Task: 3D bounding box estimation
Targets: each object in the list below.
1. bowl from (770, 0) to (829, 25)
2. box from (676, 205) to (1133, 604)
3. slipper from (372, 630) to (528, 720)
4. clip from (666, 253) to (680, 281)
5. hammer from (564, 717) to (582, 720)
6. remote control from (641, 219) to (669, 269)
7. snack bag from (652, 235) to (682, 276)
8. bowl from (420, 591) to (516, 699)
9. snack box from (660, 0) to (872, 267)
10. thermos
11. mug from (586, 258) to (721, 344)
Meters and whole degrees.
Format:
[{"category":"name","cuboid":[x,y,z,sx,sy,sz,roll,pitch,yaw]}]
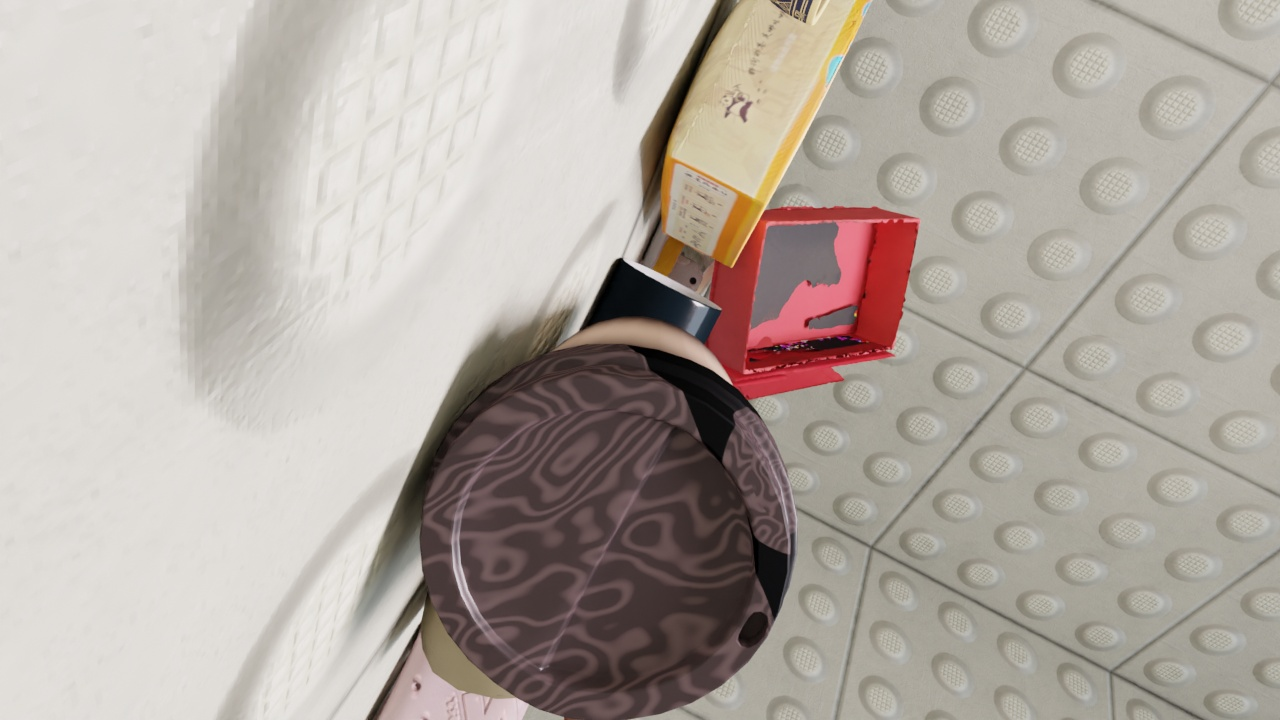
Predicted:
[{"category":"bowl","cuboid":[0.080,-0.224,0.430,0.112,0.061,0.112,-62,177,-7]},{"category":"box","cuboid":[0.208,-0.002,0.740,0.216,0.351,0.198,-7,116,-37]},{"category":"slipper","cuboid":[-0.116,0.215,0.649,0.238,0.094,0.065,-64,-179,-31]},{"category":"clip","cuboid":[0.029,-0.088,0.892,0.102,0.056,0.056,-62,-151,-2]},{"category":"hammer","cuboid":[-0.045,0.201,0.774,0.158,0.037,0.300,91,-2,-61]},{"category":"remote control","cuboid":[0.031,-0.137,0.799,0.131,0.012,0.033,-64,178,29]},{"category":"snack bag","cuboid":[0.031,-0.117,0.861,0.099,0.020,0.026,-62,-157,-1]},{"category":"bowl","cuboid":[-0.066,0.142,0.581,0.152,0.152,0.050,-55,141,-65]},{"category":"snack box","cuboid":[0.070,-0.160,0.620,0.145,0.080,0.195,-62,178,-4]},{"category":"thermos","cuboid":[-0.010,0.058,0.502,0.173,0.172,0.226,-63,-177,13]},{"category":"mug","cuboid":[-0.004,-0.022,0.709,0.094,0.085,0.121,-62,-154,9]}]
